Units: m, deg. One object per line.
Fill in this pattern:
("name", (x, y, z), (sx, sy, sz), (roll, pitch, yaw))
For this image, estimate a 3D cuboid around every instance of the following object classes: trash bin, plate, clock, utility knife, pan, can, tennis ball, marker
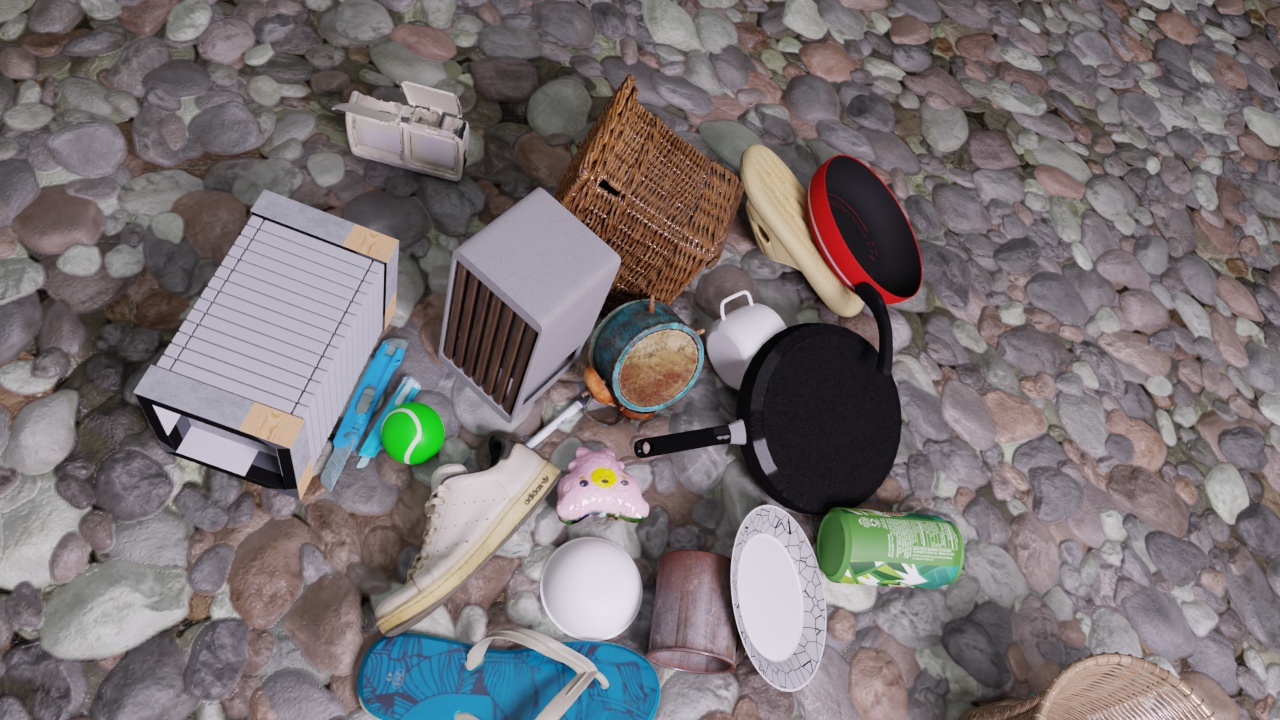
("trash bin", (-0.124, -0.050, 0.967), (0.114, 0.229, 0.114), (42, 60, 7))
("plate", (0.141, 0.248, 0.963), (0.188, 0.016, 0.188), (25, 56, -46))
("clock", (-0.006, 0.006, 1.038), (0.121, 0.158, 0.073), (30, 11, -41))
("utility knife", (-0.274, 0.066, 0.988), (0.022, 0.016, 0.117), (25, 61, 5))
("pan", (0.284, -0.113, 1.156), (0.209, 0.067, 0.355), (35, 46, -28))
("pan", (0.156, 0.075, 1.038), (0.355, 0.034, 0.225), (-7, 90, -27))
("trash bin", (-0.362, -0.016, 0.929), (0.142, 0.143, 0.246), (21, 59, -5))
("can", (0.280, 0.212, 1.032), (0.144, 0.083, 0.083), (6, 62, -13))
("utility knife", (-0.298, 0.052, 0.988), (0.031, 0.015, 0.195), (18, 61, -2))
("tennis ball", (-0.239, 0.076, 0.962), (0.065, 0.065, 0.065), (7, 61, -13))
("marker", (-0.095, 0.070, 1.040), (0.011, 0.011, 0.151), (45, 61, 9))

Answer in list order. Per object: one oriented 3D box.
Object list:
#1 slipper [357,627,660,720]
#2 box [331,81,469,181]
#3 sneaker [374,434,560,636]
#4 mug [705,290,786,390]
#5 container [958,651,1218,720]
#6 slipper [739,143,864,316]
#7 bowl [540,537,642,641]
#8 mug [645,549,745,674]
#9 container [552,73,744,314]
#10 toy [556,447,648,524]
("slipper", (-0.119, 0.316, 0.877), (0.294, 0.060, 0.118), (10, 64, -11))
("box", (-0.278, -0.272, 1.073), (0.145, 0.186, 0.065), (13, 86, -4))
("sneaker", (-0.186, 0.161, 0.916), (0.102, 0.089, 0.240), (45, 54, 0))
("mug", (0.126, -0.025, 1.098), (0.068, 0.094, 0.116), (-27, 111, -25))
("container", (0.427, 0.421, 0.899), (0.226, 0.197, 0.226), (7, 61, -13))
("slipper", (0.195, -0.157, 1.203), (0.261, 0.079, 0.111), (52, 38, -9))
("bowl", (-0.046, 0.231, 0.952), (0.110, 0.041, 0.109), (7, 62, -13))
("mug", (0.068, 0.265, 0.948), (0.123, 0.096, 0.110), (32, 57, -35))
("container", (-0.012, -0.157, 1.060), (0.183, 0.251, 0.161), (28, 58, -12))
("toy", (-0.044, 0.136, 0.997), (0.102, 0.050, 0.093), (6, 57, -17))
